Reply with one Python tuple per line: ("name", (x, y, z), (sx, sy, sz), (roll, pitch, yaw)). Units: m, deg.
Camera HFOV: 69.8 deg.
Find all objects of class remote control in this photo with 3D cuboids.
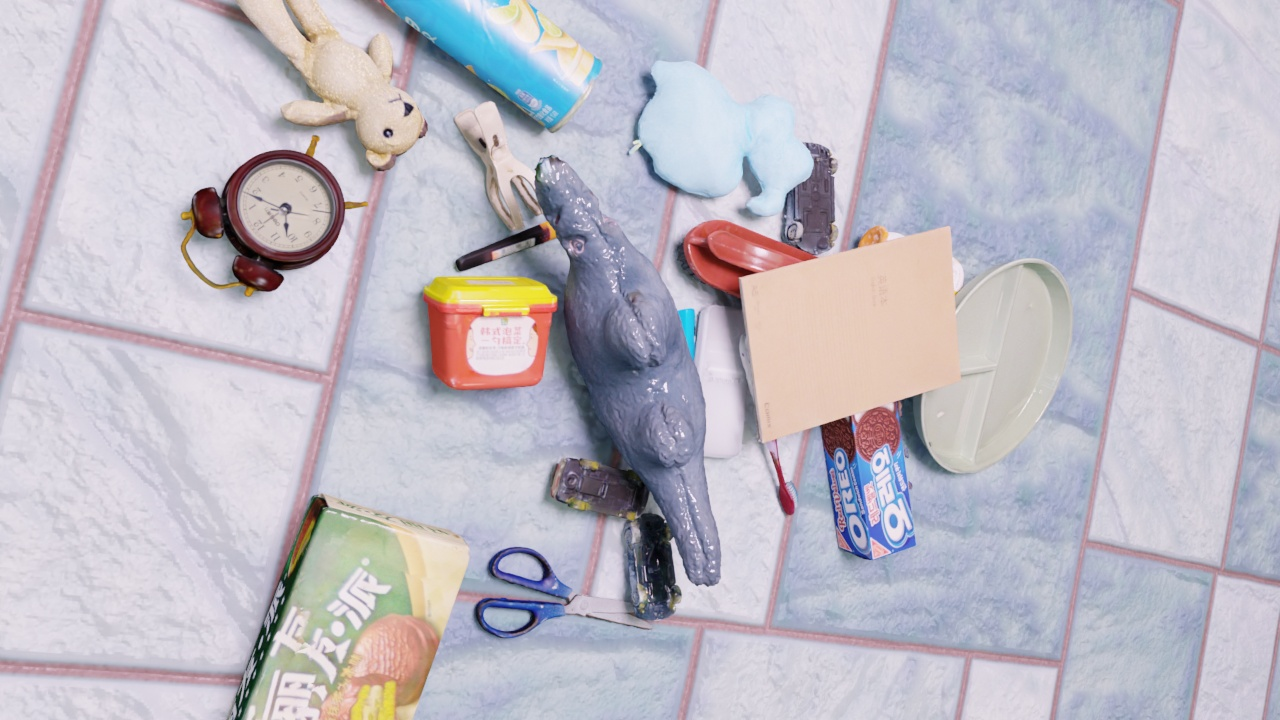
("remote control", (0.071, 0.019, 0.824), (0.055, 0.020, 0.136), (7, 89, -27))

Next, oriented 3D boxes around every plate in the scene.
("plate", (0.358, 0.006, 0.934), (0.229, 0.027, 0.230), (-15, 118, -30))

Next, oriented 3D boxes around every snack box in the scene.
("snack box", (-0.115, -0.021, 0.697), (0.091, 0.082, 0.080), (-2, 103, -26))
("snack box", (0.215, 0.084, 0.880), (0.058, 0.057, 0.207), (-13, 98, -23))
("snack box", (-0.219, 0.227, 0.660), (0.114, 0.063, 0.240), (23, 82, -25))

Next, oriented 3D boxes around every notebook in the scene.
("notebook", (0.190, -0.025, 0.813), (0.211, 0.012, 0.149), (-15, 108, -16))

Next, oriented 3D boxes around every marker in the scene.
("marker", (-0.092, -0.098, 0.739), (0.123, 0.018, 0.015), (-26, 64, -23))

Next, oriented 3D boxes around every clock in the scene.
("clock", (-0.256, -0.097, 0.633), (0.121, 0.055, 0.082), (-40, 109, -18))

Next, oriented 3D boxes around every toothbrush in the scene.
("toothbrush", (0.119, 0.060, 0.840), (0.017, 0.016, 0.188), (-37, 118, -44))

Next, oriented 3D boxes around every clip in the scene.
("clip", (-0.109, -0.151, 0.716), (0.034, 0.070, 0.100), (-37, 114, -20))

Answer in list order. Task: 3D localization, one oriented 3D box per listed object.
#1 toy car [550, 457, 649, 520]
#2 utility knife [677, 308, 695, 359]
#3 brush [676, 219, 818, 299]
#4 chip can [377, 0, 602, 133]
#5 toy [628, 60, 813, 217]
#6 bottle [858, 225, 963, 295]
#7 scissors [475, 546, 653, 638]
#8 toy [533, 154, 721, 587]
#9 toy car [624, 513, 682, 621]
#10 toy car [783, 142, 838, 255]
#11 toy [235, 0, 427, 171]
("toy car", (-0.032, 0.106, 0.767), (0.090, 0.035, 0.042), (19, 85, -32))
("utility knife", (0.031, 0.035, 0.800), (0.018, 0.034, 0.161), (-9, 100, -69))
("brush", (0.102, -0.083, 0.809), (0.145, 0.069, 0.063), (19, 82, -26))
("chip can", (-0.130, -0.260, 0.682), (0.210, 0.071, 0.071), (34, 77, -24))
("toy", (0.068, -0.191, 0.797), (0.156, 0.050, 0.161), (-26, 105, -15))
("bottle", (0.261, -0.091, 0.893), (0.108, 0.063, 0.063), (27, 80, -26))
("scissors", (-0.060, 0.214, 0.771), (0.126, 0.012, 0.173), (-49, 113, -19))
("toy", (-0.004, 0.004, 0.719), (0.091, 0.137, 0.356), (-19, 110, 4))
("toy car", (0.008, 0.178, 0.791), (0.042, 0.034, 0.090), (-2, 79, -27))
("toy car", (0.157, -0.150, 0.855), (0.049, 0.031, 0.105), (0, 88, -24))
("toy", (-0.213, -0.210, 0.644), (0.157, 0.066, 0.104), (51, 53, -27))
